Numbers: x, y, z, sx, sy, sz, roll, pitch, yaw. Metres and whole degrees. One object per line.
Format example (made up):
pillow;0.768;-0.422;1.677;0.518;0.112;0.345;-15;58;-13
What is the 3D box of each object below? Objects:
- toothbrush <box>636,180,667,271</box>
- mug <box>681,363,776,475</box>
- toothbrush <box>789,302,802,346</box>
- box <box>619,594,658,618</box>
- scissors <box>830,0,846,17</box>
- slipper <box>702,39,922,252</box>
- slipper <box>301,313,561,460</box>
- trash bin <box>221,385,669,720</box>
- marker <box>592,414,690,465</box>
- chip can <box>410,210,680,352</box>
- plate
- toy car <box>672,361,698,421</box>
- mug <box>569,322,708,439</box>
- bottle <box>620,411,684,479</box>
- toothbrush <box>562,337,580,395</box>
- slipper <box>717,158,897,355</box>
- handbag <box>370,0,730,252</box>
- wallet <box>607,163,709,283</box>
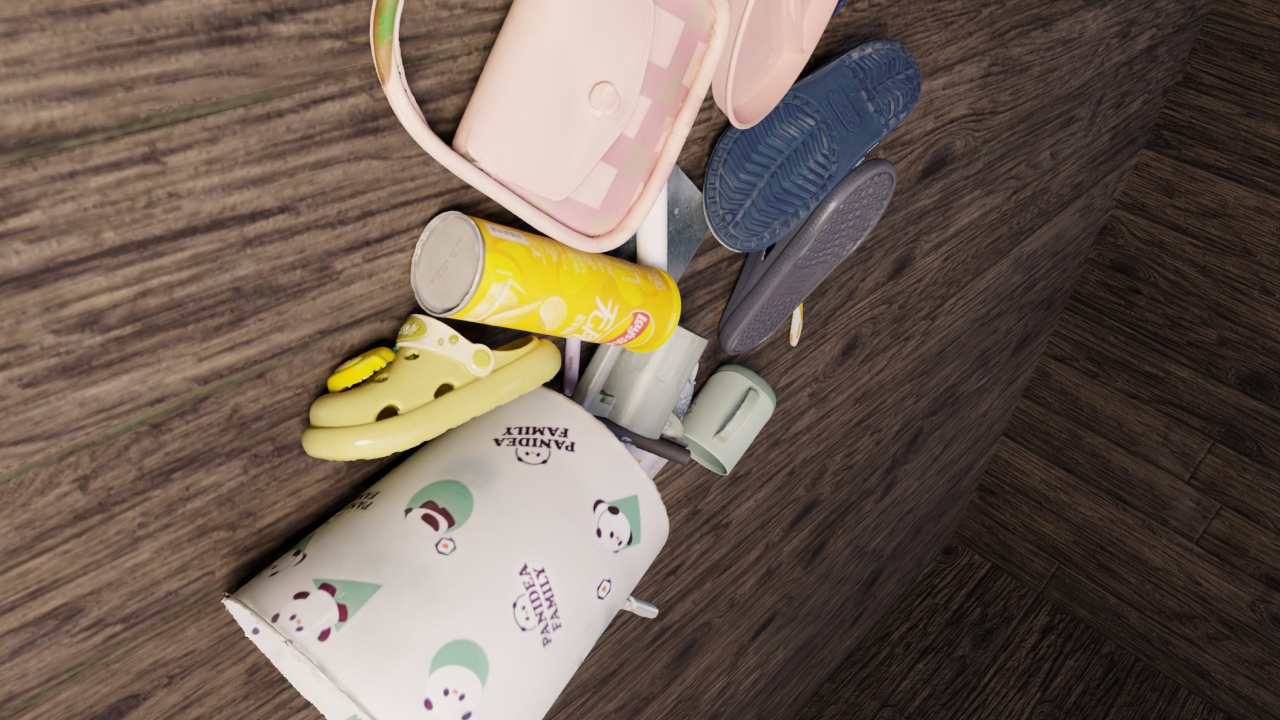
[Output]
toothbrush;0.009;-0.154;0.723;0.026;0.027;0.221;-23;129;-31
mug;0.099;0.061;1.023;0.106;0.082;0.112;-51;-175;-14
toothbrush;0.197;-0.082;1.113;0.016;0.018;0.192;-38;147;-27
box;-0.082;0.223;0.884;0.201;0.161;0.060;44;42;-62
scissors;0.136;-0.306;0.798;0.162;0.012;0.176;-30;144;-38
slipper;0.147;-0.202;0.844;0.252;0.105;0.095;-42;-175;-10
slipper;-0.145;0.008;0.630;0.190;0.092;0.081;-22;98;-33
trash bin;-0.124;0.163;0.672;0.251;0.230;0.230;-45;150;-30
marker;-0.010;0.069;0.870;0.132;0.020;0.022;23;65;-23
chip can;-0.059;-0.052;0.666;0.213;0.072;0.072;9;111;-52
plate;0.116;-0.287;0.693;0.229;0.028;0.230;-55;166;-22
toy car;0.035;0.037;0.972;0.048;0.031;0.106;-23;136;-47
mug;-0.005;0.005;0.824;0.103;0.084;0.123;-61;151;5
bottle;-0.036;0.120;0.908;0.189;0.068;0.068;-47;150;-16
toothbrush;-0.054;-0.041;0.768;0.021;0.029;0.190;-82;180;-49
slipper;0.153;-0.117;0.961;0.110;0.083;0.269;-12;148;-46
handbag;-0.063;-0.183;0.559;0.233;0.093;0.193;12;108;-52
wallet;0.024;-0.114;0.817;0.097;0.019;0.120;-58;153;2
